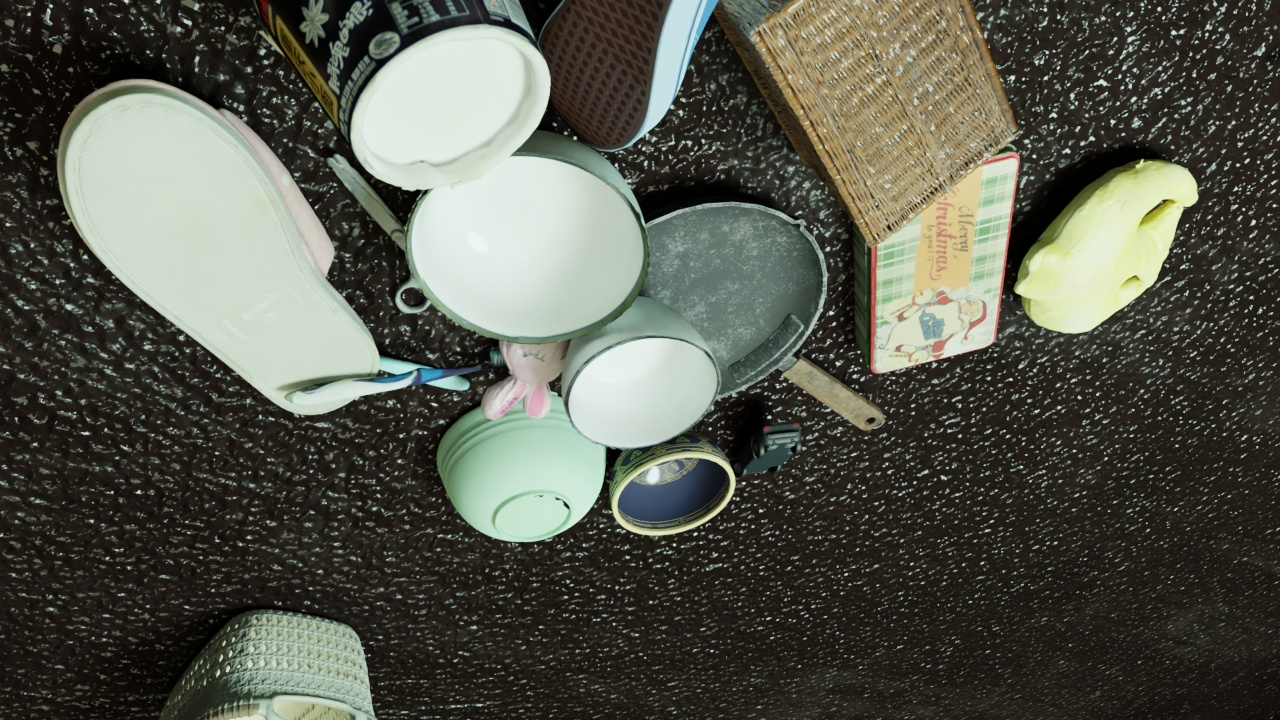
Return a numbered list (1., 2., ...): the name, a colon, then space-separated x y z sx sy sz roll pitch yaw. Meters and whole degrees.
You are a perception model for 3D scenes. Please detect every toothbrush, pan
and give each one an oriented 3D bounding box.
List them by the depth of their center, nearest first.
1. toothbrush: -0.167 0.009 0.677 0.188 0.016 0.017 -12 127 -36
2. toothbrush: -0.210 -0.004 0.691 0.180 0.016 0.016 19 123 -34
3. pan: 0.097 -0.016 0.761 0.356 0.040 0.208 29 119 -38

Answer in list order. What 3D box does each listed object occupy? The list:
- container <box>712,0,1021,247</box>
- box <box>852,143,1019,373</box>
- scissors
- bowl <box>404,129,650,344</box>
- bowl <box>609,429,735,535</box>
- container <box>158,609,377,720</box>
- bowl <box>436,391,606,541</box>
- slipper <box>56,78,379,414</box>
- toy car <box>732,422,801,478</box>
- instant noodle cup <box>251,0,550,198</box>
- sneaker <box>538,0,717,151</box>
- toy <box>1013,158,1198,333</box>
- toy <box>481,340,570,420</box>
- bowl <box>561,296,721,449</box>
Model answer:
1. container: 0.129 -0.185 0.551 0.113 0.113 0.198 -35 134 12
2. box: 0.230 -0.080 0.733 0.117 0.049 0.206 -16 135 -3
3. scissors: -0.152 -0.083 0.633 0.095 0.014 0.171 -9 138 -7
4. bowl: -0.071 -0.088 0.600 0.153 0.072 0.154 -1 136 -1
5. bowl: 0.023 0.100 0.832 0.112 0.061 0.113 -9 135 -9
6. container: -0.374 0.359 0.904 0.184 0.142 0.247 25 121 -35
7. bowl: -0.097 0.105 0.790 0.151 0.077 0.151 -9 136 -9
8. slipper: -0.254 -0.061 0.582 0.114 0.054 0.275 -31 142 -10
9. toy car: 0.116 0.081 0.850 0.046 0.034 0.112 -5 159 -11
10. instant noodle cup: -0.115 -0.162 0.465 0.137 0.112 0.137 -25 157 -11
11. sneaker: 0.015 -0.197 0.489 0.098 0.083 0.242 -43 180 -22
12. toy: 0.377 -0.090 0.758 0.154 0.064 0.171 -12 136 -14
13. toy: -0.082 0.001 0.701 0.063 0.047 0.110 -12 131 -46
14. bowl: -0.004 0.004 0.677 0.116 0.065 0.116 -9 135 -9
